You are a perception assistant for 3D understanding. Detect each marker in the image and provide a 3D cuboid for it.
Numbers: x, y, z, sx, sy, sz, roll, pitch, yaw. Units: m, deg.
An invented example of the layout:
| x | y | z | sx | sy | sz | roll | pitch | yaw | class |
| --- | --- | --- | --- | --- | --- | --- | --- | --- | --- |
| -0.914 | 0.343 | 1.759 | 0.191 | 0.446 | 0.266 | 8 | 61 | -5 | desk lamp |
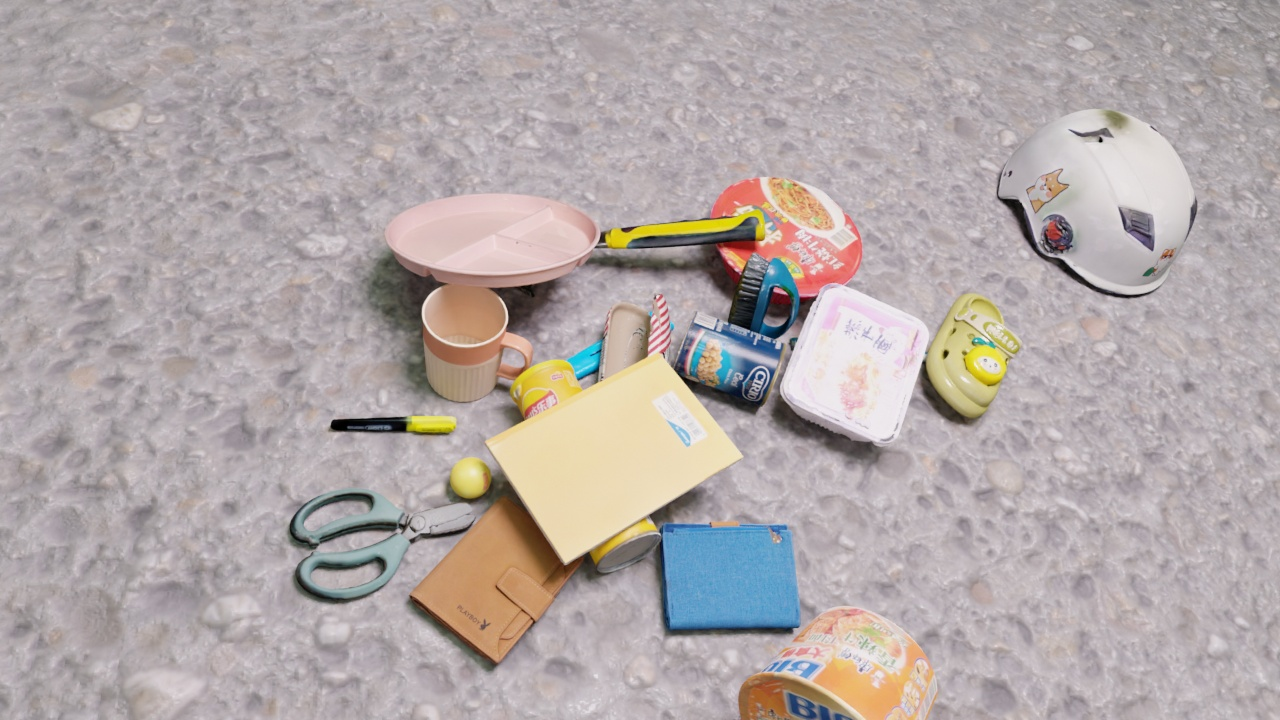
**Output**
| x | y | z | sx | sy | sz | roll | pitch | yaw | class |
| --- | --- | --- | --- | --- | --- | --- | --- | --- | --- |
| -0.250 | 0.066 | 0.932 | 0.124 | 0.018 | 0.015 | 0 | 50 | -11 | marker |

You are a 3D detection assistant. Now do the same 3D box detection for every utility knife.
| x | y | z | sx | sy | sz | roll | pitch | yaw | class |
| --- | --- | --- | --- | --- | --- | --- | --- | --- | --- |
| -0.032 | -0.014 | 1.035 | 0.159 | 0.018 | 0.034 | -29 | 66 | -27 | utility knife |

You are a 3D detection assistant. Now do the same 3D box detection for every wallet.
| x | y | z | sx | sy | sz | roll | pitch | yaw | class |
| --- | --- | --- | --- | --- | --- | --- | --- | --- | --- |
| -0.131 | 0.203 | 0.855 | 0.108 | 0.031 | 0.131 | 34 | 57 | 14 | wallet |
| 0.085 | 0.208 | 0.892 | 0.133 | 0.040 | 0.106 | 2 | 64 | -11 | wallet |

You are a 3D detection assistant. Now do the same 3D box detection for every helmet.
| x | y | z | sx | sy | sz | roll | pitch | yaw | class |
| --- | --- | --- | --- | --- | --- | --- | --- | --- | --- |
| 0.644 | -0.239 | 1.253 | 0.229 | 0.157 | 0.273 | -14 | 60 | -21 | helmet |

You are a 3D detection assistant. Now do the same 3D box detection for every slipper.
| x | y | z | sx | sy | sz | roll | pitch | yaw | class |
| --- | --- | --- | --- | --- | --- | --- | --- | --- | --- |
| 0.402 | -0.021 | 1.088 | 0.091 | 0.082 | 0.190 | 35 | 50 | -5 | slipper |

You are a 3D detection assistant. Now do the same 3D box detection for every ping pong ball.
| x | y | z | sx | sy | sz | roll | pitch | yaw | class |
| --- | --- | --- | --- | --- | --- | --- | --- | --- | --- |
| -0.167 | 0.115 | 0.901 | 0.040 | 0.040 | 0.040 | 6 | 54 | -8 | ping pong ball |

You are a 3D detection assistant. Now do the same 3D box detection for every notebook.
| x | y | z | sx | sy | sz | roll | pitch | yaw | class |
| --- | --- | --- | --- | --- | --- | --- | --- | --- | --- |
| -0.024 | 0.087 | 0.880 | 0.205 | 0.010 | 0.146 | -28 | 65 | -23 | notebook |

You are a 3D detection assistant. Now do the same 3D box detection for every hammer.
| x | y | z | sx | sy | sz | roll | pitch | yaw | class |
| --- | --- | --- | --- | --- | --- | --- | --- | --- | --- |
| -0.016 | -0.141 | 1.076 | 0.323 | 0.032 | 0.126 | -4 | 57 | 3 | hammer |

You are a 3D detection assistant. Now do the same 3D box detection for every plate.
| x | y | z | sx | sy | sz | roll | pitch | yaw | class |
| --- | --- | --- | --- | --- | --- | --- | --- | --- | --- |
| -0.159 | -0.132 | 0.995 | 0.229 | 0.028 | 0.229 | 2 | 30 | -1 | plate |

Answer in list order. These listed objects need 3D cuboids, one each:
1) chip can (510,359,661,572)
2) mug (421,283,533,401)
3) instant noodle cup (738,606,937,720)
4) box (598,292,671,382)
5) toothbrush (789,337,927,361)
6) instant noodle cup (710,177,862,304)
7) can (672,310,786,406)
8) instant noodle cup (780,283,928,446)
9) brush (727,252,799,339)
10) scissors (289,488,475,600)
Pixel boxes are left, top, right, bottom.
| x | y | z | sx | sy | sz | roll | pitch | yaw | class |
| --- | --- | --- | --- | --- | --- | --- | --- | --- | --- |
| -0.057 | 0.101 | 0.916 | 0.072 | 0.072 | 0.213 | -19 | 61 | -23 | chip can |
| -0.168 | -0.013 | 0.950 | 0.114 | 0.106 | 0.081 | 17 | 54 | 0 | mug |
| 0.177 | 0.294 | 0.791 | 0.151 | 0.152 | 0.111 | 39 | 49 | 16 | instant noodle cup |
| -0.010 | 0.007 | 0.994 | 0.087 | 0.076 | 0.162 | -3 | 65 | 12 | box |
| 0.271 | -0.010 | 1.099 | 0.191 | 0.016 | 0.018 | 7 | 64 | -7 | toothbrush |
| 0.174 | -0.138 | 1.138 | 0.194 | 0.066 | 0.193 | 5 | 55 | -7 | instant noodle cup |
| 0.097 | -0.003 | 1.020 | 0.111 | 0.075 | 0.075 | 21 | 54 | 3 | can |
| 0.236 | 0.011 | 1.039 | 0.138 | 0.060 | 0.173 | 25 | 60 | 3 | instant noodle cup |
| 0.140 | -0.062 | 1.027 | 0.073 | 0.144 | 0.055 | 20 | 60 | 9 | brush |
| -0.236 | 0.179 | 0.856 | 0.185 | 0.019 | 0.129 | 5 | 55 | -7 | scissors |
